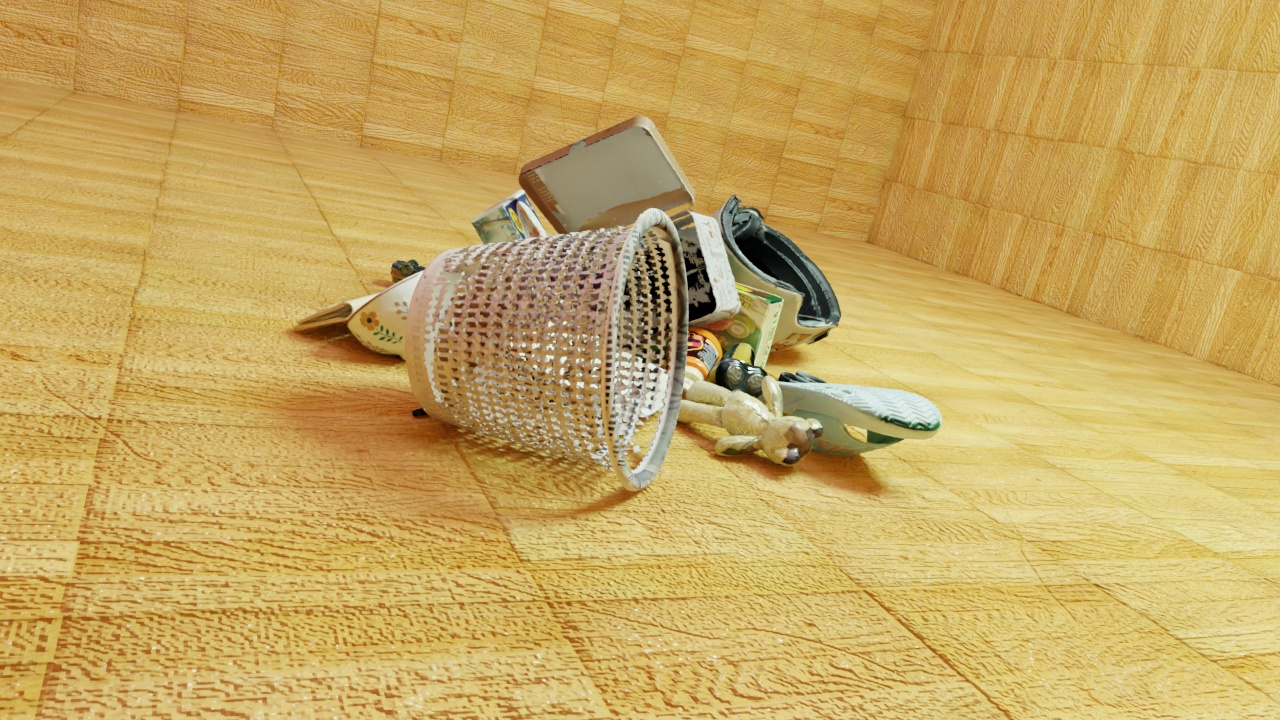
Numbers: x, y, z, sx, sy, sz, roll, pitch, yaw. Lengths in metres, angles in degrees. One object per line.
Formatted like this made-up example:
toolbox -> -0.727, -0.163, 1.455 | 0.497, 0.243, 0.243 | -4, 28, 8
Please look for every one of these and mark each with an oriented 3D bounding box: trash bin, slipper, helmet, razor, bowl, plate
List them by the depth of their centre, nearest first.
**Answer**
trash bin -> -0.077, -0.015, 0.765 | 0.192, 0.227, 0.227 | 5, 12, 16
bowl -> -0.230, -0.040, 0.927 | 0.062, 0.114, 0.113 | 57, 19, -1
plate -> -0.051, 0.016, 0.931 | 0.163, 0.034, 0.164 | 28, 19, 11
slipper -> 0.201, 0.062, 0.962 | 0.104, 0.074, 0.246 | 3, 2, -27
razor -> 0.113, 0.011, 1.034 | 0.068, 0.062, 0.167 | -8, 12, 12
helmet -> 0.159, -0.100, 1.321 | 0.273, 0.157, 0.230 | 9, 46, -60

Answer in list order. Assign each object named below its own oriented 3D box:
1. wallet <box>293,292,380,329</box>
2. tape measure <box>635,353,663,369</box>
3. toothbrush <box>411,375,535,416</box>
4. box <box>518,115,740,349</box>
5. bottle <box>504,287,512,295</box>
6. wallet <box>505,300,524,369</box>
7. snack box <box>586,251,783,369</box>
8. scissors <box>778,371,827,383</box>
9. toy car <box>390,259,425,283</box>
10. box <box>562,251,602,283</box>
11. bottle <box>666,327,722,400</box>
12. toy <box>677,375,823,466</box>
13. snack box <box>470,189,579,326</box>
wallet -> -0.303, -0.055, 0.970 | 0.087, 0.024, 0.115 | -16, 8, 23
tape measure -> -0.006, 0.006, 1.063 | 0.054, 0.025, 0.058 | 21, 16, 23
toothbrush -> -0.148, 0.031, 0.868 | 0.014, 0.016, 0.189 | 13, 14, 29
box -> -0.008, -0.144, 1.095 | 0.179, 0.274, 0.125 | -17, 19, 26
bottle -> -0.161, -0.090, 1.214 | 0.060, 0.060, 0.205 | 18, 17, 18
wallet -> -0.171, -0.047, 0.988 | 0.133, 0.106, 0.040 | 26, 54, 39
snack box -> 0.055, -0.060, 1.185 | 0.240, 0.114, 0.063 | 20, 15, 23
scissors -> 0.244, 0.052, 1.150 | 0.135, 0.014, 0.174 | 12, 18, -11
toy car -> -0.285, -0.107, 1.216 | 0.090, 0.035, 0.042 | 18, 16, -6
box -> -0.043, -0.110, 1.328 | 0.168, 0.091, 0.079 | 20, 20, 24
bottle -> 0.056, 0.012, 1.040 | 0.067, 0.067, 0.149 | 15, 22, 4
toy -> 0.099, 0.061, 0.904 | 0.157, 0.066, 0.104 | 20, 48, 37
snack box -> -0.128, -0.110, 1.115 | 0.046, 0.182, 0.177 | -26, 14, 7
